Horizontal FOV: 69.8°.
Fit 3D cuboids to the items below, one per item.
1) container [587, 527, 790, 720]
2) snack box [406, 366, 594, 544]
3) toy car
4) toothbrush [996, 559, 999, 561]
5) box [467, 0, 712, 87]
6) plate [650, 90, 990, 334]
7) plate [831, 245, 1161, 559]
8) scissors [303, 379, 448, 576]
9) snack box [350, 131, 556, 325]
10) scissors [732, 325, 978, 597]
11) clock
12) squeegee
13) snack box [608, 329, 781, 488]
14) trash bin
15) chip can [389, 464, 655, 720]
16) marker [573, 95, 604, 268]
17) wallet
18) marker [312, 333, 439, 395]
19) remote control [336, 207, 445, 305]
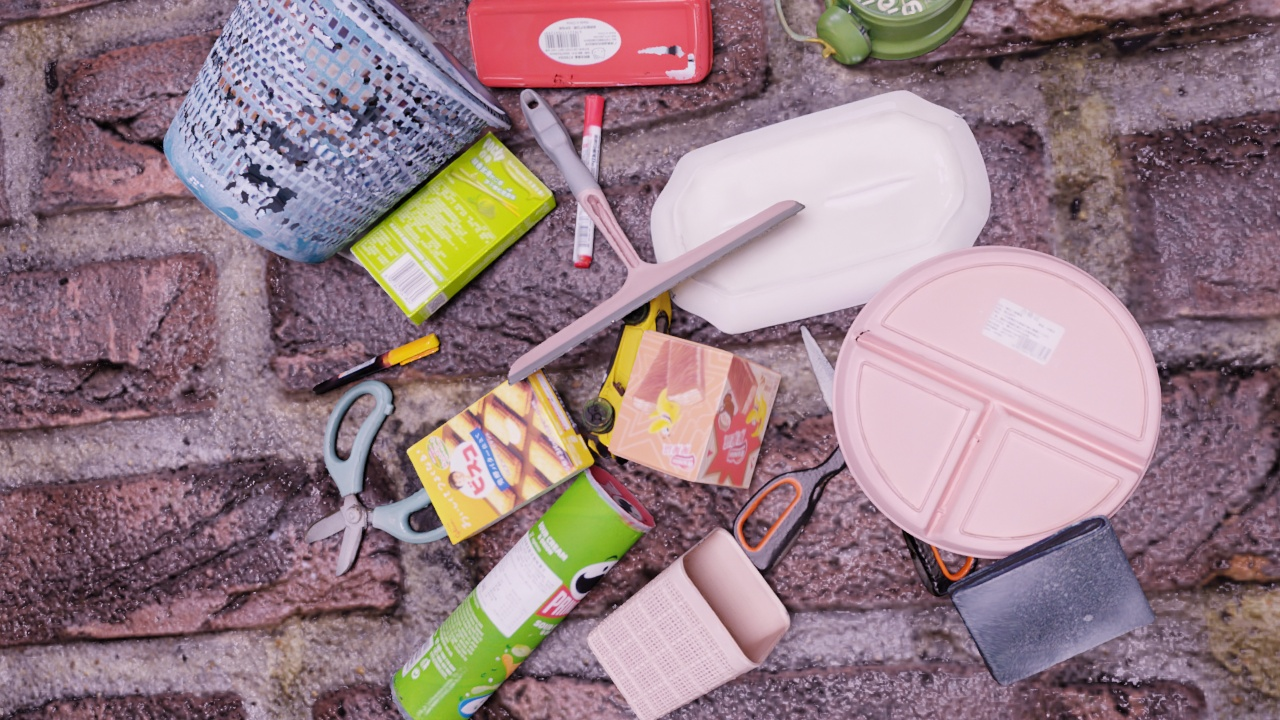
[{"bbox_3d":[0.033,0.197,0.675,0.111,0.090,0.090,-42,79,25],"label":"container"},{"bbox_3d":[-0.112,0.075,0.718,0.141,0.033,0.087,-33,80,29],"label":"snack box"},{"bbox_3d":[-0.004,0.004,0.718,0.041,0.071,0.156,16,88,14],"label":"toy car"},{"bbox_3d":[0.313,0.074,0.673,0.012,0.017,0.186,31,90,15],"label":"toothbrush"},{"bbox_3d":[-0.036,-0.290,0.768,0.201,0.100,0.102,2,124,11],"label":"box"},{"bbox_3d":[0.136,-0.118,0.716,0.266,0.034,0.162,-13,83,11],"label":"plate"},{"bbox_3d":[0.255,0.029,0.661,0.230,0.028,0.229,-1,86,10],"label":"plate"},{"bbox_3d":[-0.226,0.093,0.787,0.170,0.019,0.181,-23,82,10],"label":"scissors"},{"bbox_3d":[-0.155,-0.111,0.766,0.156,0.026,0.086,-43,75,-7],"label":"snack box"},{"bbox_3d":[0.164,0.084,0.702,0.221,0.021,0.233,-33,79,3],"label":"scissors"},{"bbox_3d":[0.184,-0.294,0.710,0.161,0.056,0.116,-17,81,11],"label":"clock"},{"bbox_3d":[-0.038,-0.130,0.727,0.247,0.040,0.249,-31,61,0],"label":"squeegee"},{"bbox_3d":[0.043,0.038,0.684,0.077,0.092,0.094,16,89,32],"label":"snack box"},{"bbox_3d":[-0.248,-0.193,0.716,0.195,0.226,0.226,-46,78,10],"label":"trash bin"},{"bbox_3d":[-0.094,0.189,0.721,0.072,0.072,0.236,44,95,12],"label":"chip can"},{"bbox_3d":[-0.044,-0.149,0.768,0.017,0.017,0.145,3,86,12],"label":"marker"},{"bbox_3d":[0.289,0.172,0.647,0.121,0.019,0.097,-29,109,10],"label":"wallet"},{"bbox_3d":[-0.230,0.005,0.795,0.124,0.018,0.015,-21,115,11],"label":"marker"},{"bbox_3d":[-0.218,-0.102,0.798,0.150,0.021,0.058,27,83,12],"label":"remote control"}]
